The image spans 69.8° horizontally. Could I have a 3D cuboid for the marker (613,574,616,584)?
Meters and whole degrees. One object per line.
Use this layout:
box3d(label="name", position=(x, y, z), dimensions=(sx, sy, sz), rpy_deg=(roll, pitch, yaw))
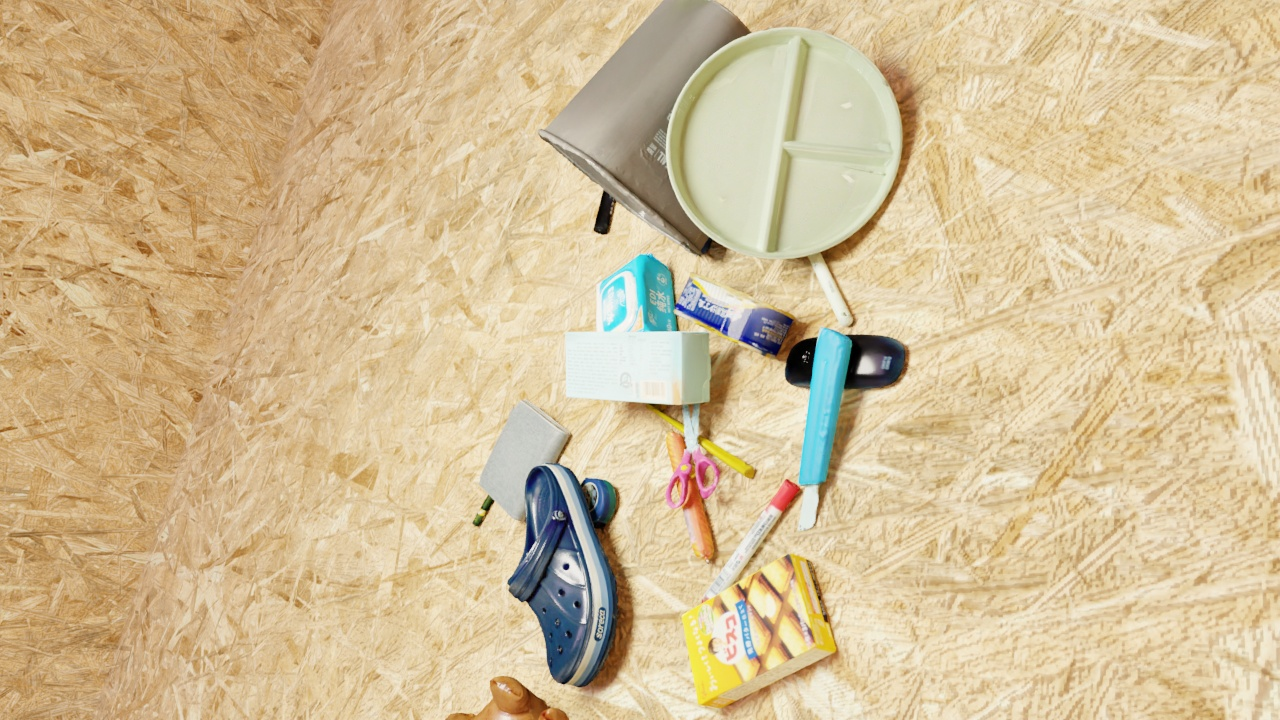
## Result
box3d(label="marker", position=(-0.063, 0.210, 1.043), dimensions=(0.017, 0.017, 0.146), rpy_deg=(-59, 37, 10))

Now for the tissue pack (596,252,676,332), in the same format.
box3d(label="tissue pack", position=(-0.008, -0.052, 1.080), dimensions=(0.090, 0.063, 0.139), rpy_deg=(-32, 48, 38))

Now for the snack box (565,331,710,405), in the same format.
box3d(label="snack box", position=(-0.006, 0.006, 0.986), dimensions=(0.175, 0.051, 0.074), rpy_deg=(2, 92, 41))

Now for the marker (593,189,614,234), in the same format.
box3d(label="marker", position=(-0.043, -0.235, 1.263), dimensions=(0.022, 0.020, 0.131), rpy_deg=(-3, 68, 39))

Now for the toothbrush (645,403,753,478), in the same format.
box3d(label="toothbrush", position=(0.059, 0.077, 0.965), dimensions=(0.016, 0.015, 0.190), rpy_deg=(-58, 36, 0))

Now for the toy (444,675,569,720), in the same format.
box3d(label="toy", position=(-0.125, 0.423, 0.924), dimensions=(0.140, 0.130, 0.199), rpy_deg=(-44, 50, 18))

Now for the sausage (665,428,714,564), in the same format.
box3d(label="sausage", position=(0.049, 0.135, 0.939), dimensions=(0.022, 0.021, 0.165), rpy_deg=(-42, 43, 29))

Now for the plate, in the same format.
box3d(label="plate", position=(0.140, -0.212, 0.907), dimensions=(0.230, 0.027, 0.230), rpy_deg=(-1, 86, 12))

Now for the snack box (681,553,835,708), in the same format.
box3d(label="snack box", position=(0.100, 0.240, 0.810), dimensions=(0.141, 0.033, 0.086), rpy_deg=(-41, 42, 33))

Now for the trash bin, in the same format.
box3d(label="trash bin", position=(0.039, -0.269, 1.032), dimensions=(0.220, 0.199, 0.198), rpy_deg=(-51, 35, 5))

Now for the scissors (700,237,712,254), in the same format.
box3d(label="scissors", position=(0.104, -0.200, 1.068), dimensions=(0.162, 0.012, 0.176), rpy_deg=(21, 87, 55))

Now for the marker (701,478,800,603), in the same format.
box3d(label="marker", position=(0.102, 0.173, 0.858), dimensions=(0.145, 0.017, 0.017), rpy_deg=(-57, 37, 12))

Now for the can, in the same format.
box3d(label="can", position=(0.093, -0.048, 0.943), dimensions=(0.148, 0.074, 0.049), rpy_deg=(30, 98, 53))

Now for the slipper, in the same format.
box3d(label="slipper", position=(-0.095, 0.220, 0.990), dimensions=(0.105, 0.095, 0.252), rpy_deg=(-56, 38, 44))

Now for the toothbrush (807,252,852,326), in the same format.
box3d(label="toothbrush", position=(0.175, -0.105, 0.919), dimensions=(0.020, 0.029, 0.189), rpy_deg=(89, 169, -50))

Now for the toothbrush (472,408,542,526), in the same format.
box3d(label="toothbrush", position=(-0.181, 0.142, 1.228), dimensions=(0.017, 0.012, 0.186), rpy_deg=(32, 98, 14))

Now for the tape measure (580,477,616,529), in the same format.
box3d(label="tape measure", position=(-0.050, 0.162, 1.046), dimensions=(0.055, 0.025, 0.058), rpy_deg=(-8, 72, 48))

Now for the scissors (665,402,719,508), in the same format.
box3d(label="scissors", position=(0.060, 0.084, 0.935), dimensions=(0.077, 0.017, 0.137), rpy_deg=(-20, 48, 42))

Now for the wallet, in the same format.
box3d(label="wallet", position=(-0.151, 0.126, 1.185), dimensions=(0.106, 0.037, 0.130), rpy_deg=(34, 99, 42))

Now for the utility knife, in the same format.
box3d(label="utility knife", position=(0.161, 0.063, 0.823), dimensions=(0.034, 0.018, 0.185), rpy_deg=(10, 91, 48))

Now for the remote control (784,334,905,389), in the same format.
box3d(label="remote control", position=(0.182, 0.000, 0.848), dimensions=(0.137, 0.024, 0.053), rpy_deg=(-1, 71, 51))
